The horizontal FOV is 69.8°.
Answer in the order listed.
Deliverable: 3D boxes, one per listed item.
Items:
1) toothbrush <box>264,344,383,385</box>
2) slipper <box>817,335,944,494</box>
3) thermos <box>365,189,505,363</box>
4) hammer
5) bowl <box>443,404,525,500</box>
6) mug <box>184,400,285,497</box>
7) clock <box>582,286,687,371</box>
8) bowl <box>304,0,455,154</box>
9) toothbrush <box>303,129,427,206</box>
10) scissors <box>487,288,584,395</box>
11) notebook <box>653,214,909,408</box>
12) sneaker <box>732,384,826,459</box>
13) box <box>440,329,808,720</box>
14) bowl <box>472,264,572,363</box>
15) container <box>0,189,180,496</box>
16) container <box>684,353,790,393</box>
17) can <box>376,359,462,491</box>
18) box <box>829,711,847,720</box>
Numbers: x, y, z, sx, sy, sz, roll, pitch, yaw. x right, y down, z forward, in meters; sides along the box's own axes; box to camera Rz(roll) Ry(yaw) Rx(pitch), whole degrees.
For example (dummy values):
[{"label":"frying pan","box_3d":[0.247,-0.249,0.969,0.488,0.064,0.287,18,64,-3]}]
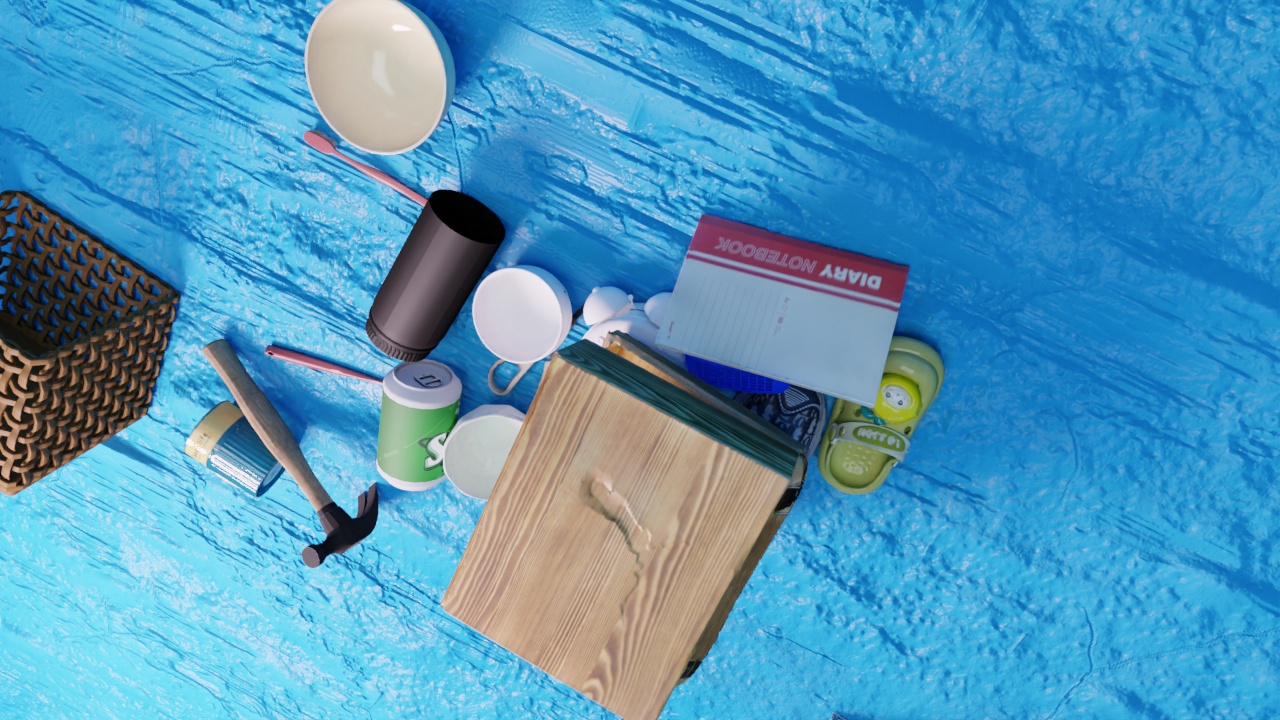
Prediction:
[{"label":"toothbrush","box_3d":[-0.372,0.013,1.115,0.190,0.016,0.016,15,118,10]},{"label":"slipper","box_3d":[0.230,0.065,0.914,0.091,0.081,0.191,23,121,9]},{"label":"thermos","box_3d":[-0.230,-0.079,0.989,0.086,0.086,0.199,37,119,-1]},{"label":"hammer","box_3d":[-0.439,0.102,1.137,0.040,0.132,0.305,-37,87,28]},{"label":"bowl","box_3d":[-0.167,0.098,1.055,0.117,0.061,0.118,-3,117,-7]},{"label":"mug","box_3d":[-0.514,0.122,1.179,0.107,0.083,0.114,33,131,-3]},{"label":"clock","box_3d":[-0.006,0.005,0.963,0.125,0.072,0.161,7,116,14]},{"label":"bowl","box_3d":[-0.243,-0.285,0.905,0.151,0.075,0.151,7,116,15]},{"label":"toothbrush","box_3d":[-0.281,-0.199,0.993,0.184,0.015,0.015,30,119,-1]},{"label":"scissors","box_3d":[-0.115,-0.005,1.028,0.154,0.012,0.163,-2,112,18]},{"label":"notebook","box_3d":[0.135,-0.052,0.868,0.209,0.152,0.012,16,159,10]},{"label":"sneaker","box_3d":[0.102,0.133,0.954,0.103,0.132,0.270,31,118,4]},{"label":"box","box_3d":[-0.007,0.152,0.860,0.245,0.167,0.279,29,104,12]},{"label":"bowl","box_3d":[-0.121,-0.052,0.981,0.105,0.054,0.105,5,105,20]},{"label":"container","box_3d":[-0.752,-0.027,1.102,0.251,0.219,0.215,33,119,1]},{"label":"container","box_3d":[0.102,-0.017,0.906,0.114,0.096,0.058,10,147,15]},{"label":"can","box_3d":[-0.258,0.075,1.068,0.088,0.087,0.140,18,118,9]},{"label":"box","box_3d":[0.200,0.634,0.982,0.166,0.477,0.119,32,146,2]}]
